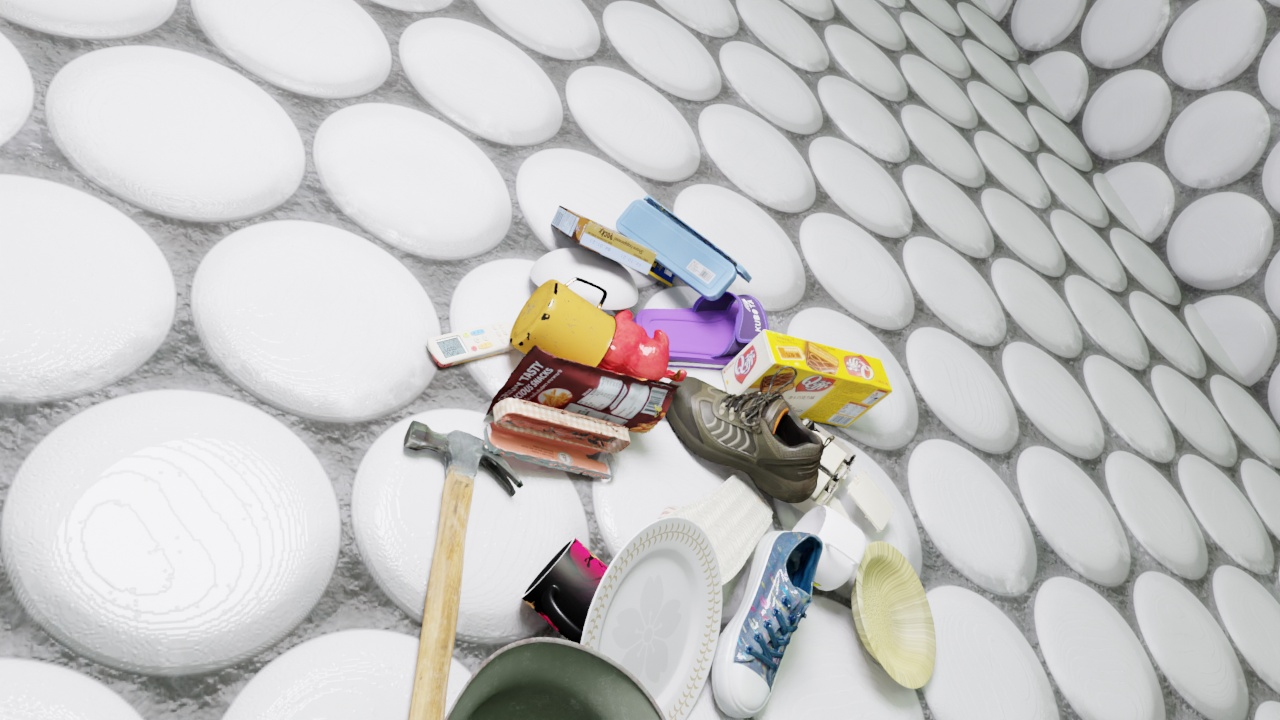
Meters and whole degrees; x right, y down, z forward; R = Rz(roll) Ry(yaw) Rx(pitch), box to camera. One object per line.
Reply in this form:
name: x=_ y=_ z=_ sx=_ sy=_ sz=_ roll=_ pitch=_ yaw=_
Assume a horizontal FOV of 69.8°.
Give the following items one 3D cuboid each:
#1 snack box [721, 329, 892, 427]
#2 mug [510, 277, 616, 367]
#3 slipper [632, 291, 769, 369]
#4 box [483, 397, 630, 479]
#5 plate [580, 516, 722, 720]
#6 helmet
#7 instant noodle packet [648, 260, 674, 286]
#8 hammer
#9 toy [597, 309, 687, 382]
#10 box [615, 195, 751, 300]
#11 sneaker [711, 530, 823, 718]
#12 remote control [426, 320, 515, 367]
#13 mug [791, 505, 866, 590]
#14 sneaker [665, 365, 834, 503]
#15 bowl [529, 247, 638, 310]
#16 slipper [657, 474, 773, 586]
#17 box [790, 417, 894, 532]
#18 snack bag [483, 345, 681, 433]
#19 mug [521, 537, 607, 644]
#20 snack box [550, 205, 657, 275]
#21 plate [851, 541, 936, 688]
snack box: x=0.244 y=0.030 z=1.339 sx=0.230 sy=0.110 sz=0.061 roll=12 pitch=49 yaw=-30
mug: x=-0.092 y=-0.047 z=1.127 sx=0.094 sy=0.101 sz=0.123 roll=34 pitch=79 yaw=-24
slipper: x=0.110 y=-0.052 z=1.324 sx=0.265 sy=0.084 sz=0.107 roll=-3 pitch=59 yaw=-39
box: x=-0.091 y=0.090 z=1.056 sx=0.187 sy=0.057 sz=0.070 roll=17 pitch=73 yaw=-38
plate: x=0.011 y=0.278 z=0.927 sx=0.241 sy=0.016 sz=0.242 roll=-10 pitch=102 yaw=-52
helmet: x=-0.098 y=0.386 z=0.750 sx=0.227 sy=0.154 sz=0.267 roll=28 pitch=39 yaw=-17
instant noodle packet: x=0.027 y=-0.173 z=1.405 sx=0.087 sy=0.026 sz=0.134 roll=31 pitch=43 yaw=-6
hammer: x=-0.192 y=0.215 z=0.916 sx=0.132 sy=0.033 sz=0.329 roll=21 pitch=47 yaw=-24
toy: x=-0.007 y=0.007 z=1.187 sx=0.133 sy=0.088 sz=0.093 roll=29 pitch=39 yaw=16
box: x=0.061 y=-0.161 z=1.351 sx=0.209 sy=0.073 sz=0.085 roll=41 pitch=8 yaw=26
sneaker: x=0.156 y=0.296 z=1.048 sx=0.087 sy=0.079 sz=0.234 roll=42 pitch=52 yaw=-20
remote control: x=-0.201 y=-0.021 z=1.112 sx=0.125 sy=0.018 sz=0.038 roll=-17 pitch=68 yaw=-43
mug: x=0.238 y=0.239 z=1.160 sx=0.068 sy=0.116 sz=0.094 roll=37 pitch=79 yaw=-6
sneaker: x=0.140 y=0.071 z=1.179 sx=0.238 sy=0.143 sz=0.100 roll=33 pitch=41 yaw=14
bowl: x=-0.070 y=-0.118 z=1.225 sx=0.149 sy=0.043 sz=0.149 roll=14 pitch=24 yaw=-6
slipper: x=0.080 y=0.211 z=1.111 sx=0.115 sy=0.052 sz=0.262 roll=48 pitch=31 yaw=12
box: x=0.262 y=0.179 z=1.278 sx=0.187 sy=0.058 sz=0.144 roll=45 pitch=43 yaw=8
snack bag: x=-0.067 y=0.043 z=1.077 sx=0.207 sy=0.139 sz=0.066 roll=8 pitch=58 yaw=-36
mug: x=-0.062 y=0.249 z=0.932 sx=0.098 sy=0.082 sz=0.118 roll=42 pitch=11 yaw=0
snack box: x=-0.054 y=-0.167 z=1.254 sx=0.101 sy=0.032 sz=0.186 roll=22 pitch=8 yaw=-21
plate: x=0.317 y=0.329 z=1.185 sx=0.184 sy=0.036 sz=0.184 roll=27 pitch=50 yaw=-38
